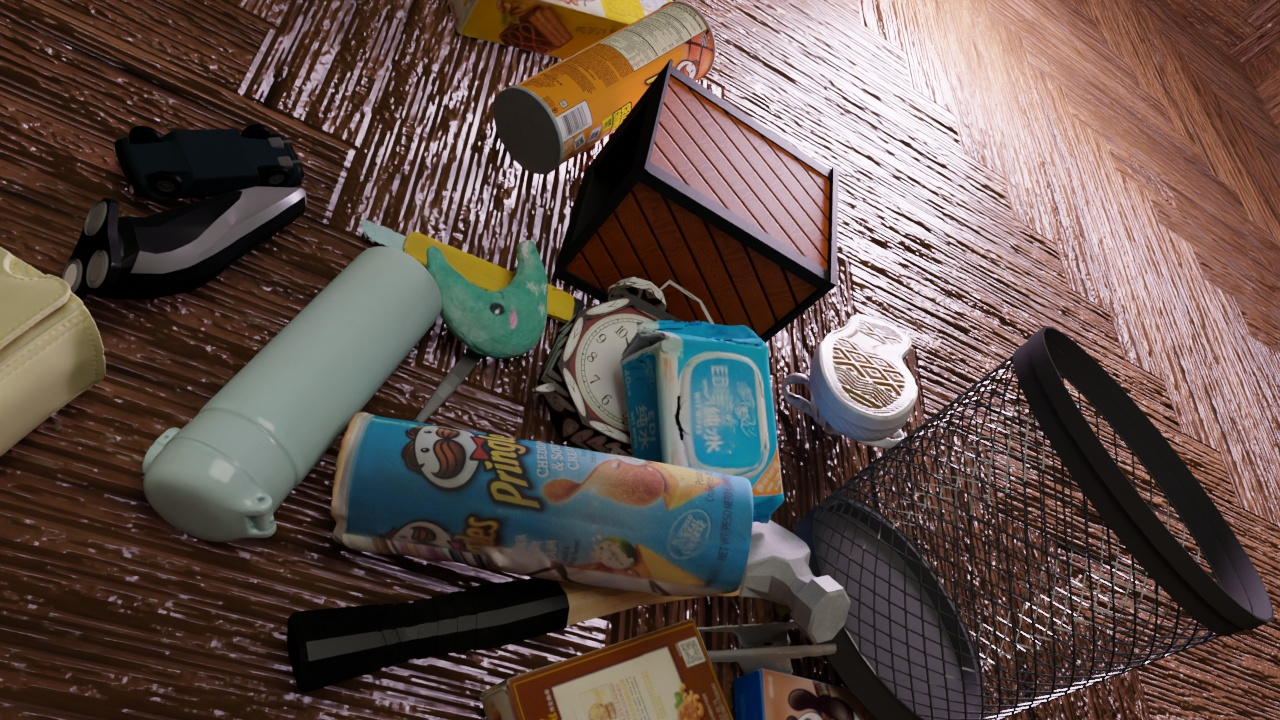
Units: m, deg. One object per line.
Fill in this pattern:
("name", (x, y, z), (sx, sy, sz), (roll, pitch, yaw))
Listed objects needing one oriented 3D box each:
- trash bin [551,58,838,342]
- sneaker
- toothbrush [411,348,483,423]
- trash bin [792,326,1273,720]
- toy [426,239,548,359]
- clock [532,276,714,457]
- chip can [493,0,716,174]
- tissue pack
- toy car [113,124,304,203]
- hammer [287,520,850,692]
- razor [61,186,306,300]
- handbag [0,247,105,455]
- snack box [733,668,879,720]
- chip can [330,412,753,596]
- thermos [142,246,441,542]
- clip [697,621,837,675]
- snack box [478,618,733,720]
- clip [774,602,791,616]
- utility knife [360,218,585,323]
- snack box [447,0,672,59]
("trash bin", (0.048, -0.112, 0.750), (0.171, 0.140, 0.139), (28, 47, -19))
("sneaker", (0.185, 0.028, 0.796), (0.118, 0.088, 0.240), (27, 22, 11))
("toothbrush", (-0.126, 0.011, 0.627), (0.013, 0.013, 0.166), (40, 42, -8))
("trash bin", (0.253, 0.131, 0.641), (0.217, 0.228, 0.217), (34, 32, -25))
("toy", (-0.101, -0.043, 0.644), (0.105, 0.033, 0.085), (-11, 85, -51))
("clock", (-0.004, 0.004, 0.678), (0.114, 0.065, 0.154), (47, 61, -4))
("chip can", (-0.026, -0.243, 0.804), (0.075, 0.075, 0.214), (48, 56, 1))
("tissue pack", (0.042, 0.041, 0.613), (0.092, 0.062, 0.144), (-2, 80, -26))
("toy car", (-0.275, -0.126, 0.592), (0.111, 0.034, 0.046), (-16, 71, -43))
("hammer", (-0.036, 0.143, 0.551), (0.327, 0.039, 0.131), (-3, 22, -30))
("razor", (-0.265, -0.075, 0.554), (0.155, 0.057, 0.060), (-28, 108, -53))
("handbag", (-0.338, 0.003, 0.424), (0.111, 0.081, 0.119), (31, 48, 2))
("snack box", (0.133, 0.270, 0.623), (0.151, 0.034, 0.087), (22, 49, -25))
("chip can", (-0.055, 0.086, 0.525), (0.229, 0.080, 0.079), (10, 52, -3))
("thermos", (-0.194, 0.014, 0.534), (0.078, 0.065, 0.206), (23, 46, 6))
("clip", (0.084, 0.204, 0.620), (0.049, 0.102, 0.058), (-81, 159, -47))
("snack box", (-0.005, 0.240, 0.535), (0.146, 0.041, 0.143), (-5, 64, -39))
("clip", (0.132, 0.184, 0.687), (0.049, 0.045, 0.054), (38, 37, 27))
("utility knife", (-0.120, -0.066, 0.679), (0.179, 0.017, 0.030), (24, 44, -27))
("snack box", (-0.073, -0.351, 0.883), (0.229, 0.062, 0.110), (0, 61, -37))
